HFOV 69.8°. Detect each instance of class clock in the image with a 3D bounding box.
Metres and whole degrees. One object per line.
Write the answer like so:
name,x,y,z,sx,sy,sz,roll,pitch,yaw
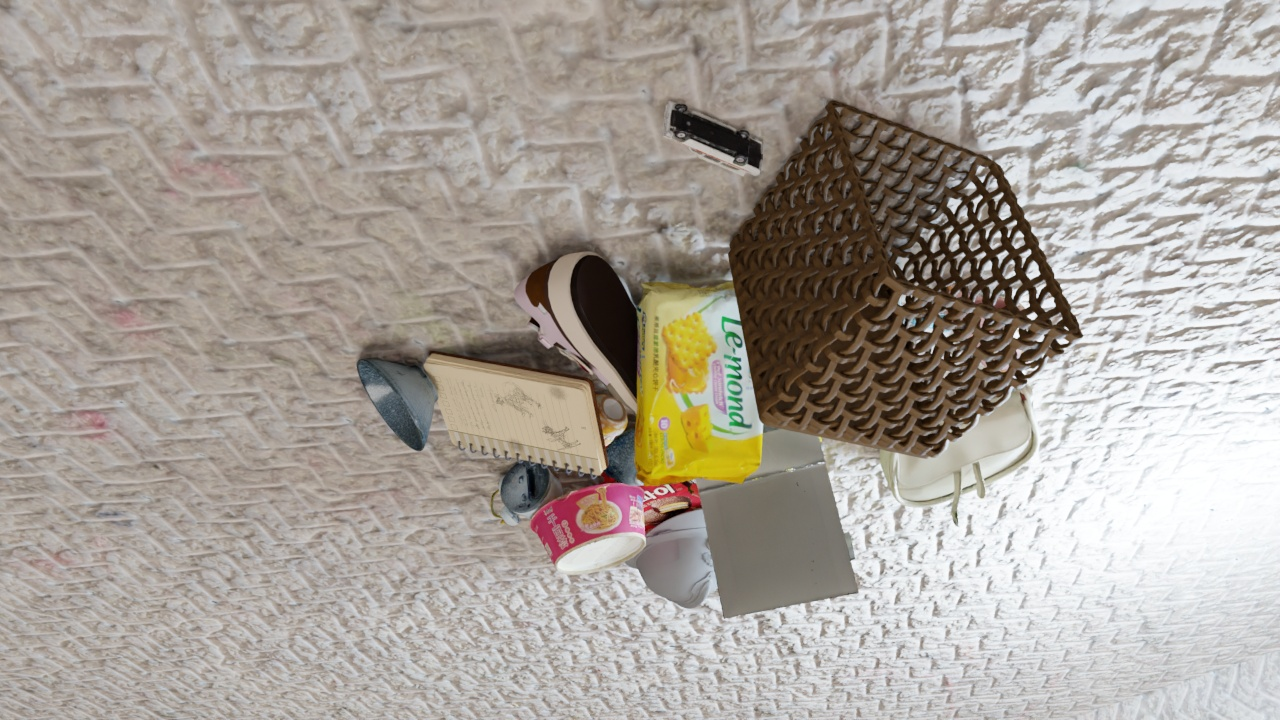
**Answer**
clock,-0.173,0.197,1.359,0.118,0.083,0.057,-20,146,16

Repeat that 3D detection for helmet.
helmet,0.084,0.341,1.507,0.183,0.117,0.272,-1,149,-27

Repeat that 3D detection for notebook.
notebook,-0.155,0.072,1.162,0.226,0.024,0.168,10,134,19

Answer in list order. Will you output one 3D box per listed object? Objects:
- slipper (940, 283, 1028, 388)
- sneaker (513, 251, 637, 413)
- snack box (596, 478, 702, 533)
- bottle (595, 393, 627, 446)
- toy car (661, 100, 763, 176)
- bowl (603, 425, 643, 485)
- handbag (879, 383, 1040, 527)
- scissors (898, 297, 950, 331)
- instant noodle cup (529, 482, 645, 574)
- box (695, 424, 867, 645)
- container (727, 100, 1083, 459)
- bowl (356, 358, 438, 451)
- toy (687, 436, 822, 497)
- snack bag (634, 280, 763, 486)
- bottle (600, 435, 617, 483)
slipper,0.439,-0.040,1.132,0.082,0.093,0.197,-38,132,19
sneaker,-0.050,-0.013,1.109,0.117,0.111,0.294,-2,149,32
snack box,0.015,0.214,1.436,0.152,0.035,0.132,-30,135,28
bottle,-0.067,0.094,1.256,0.063,0.063,0.109,21,134,-29
toy car,0.069,-0.216,0.909,0.113,0.039,0.039,16,158,-23
bowl,0.003,0.140,1.297,0.110,0.055,0.111,-23,144,-18
handbag,0.462,0.133,1.322,0.229,0.131,0.184,-19,134,14
scissors,0.346,-0.043,1.173,0.130,0.015,0.135,-11,147,5
instant noodle cup,-0.068,0.255,1.350,0.178,0.077,0.179,-14,151,-9
box,0.166,0.179,1.167,0.167,0.329,0.165,-15,152,13
container,0.246,-0.074,0.931,0.219,0.251,0.215,13,138,-21
bowl,-0.293,0.043,1.156,0.057,0.137,0.137,-36,151,-27
toy,0.168,0.160,1.348,0.208,0.092,0.134,-41,131,11
snack bag,0.064,0.027,1.067,0.159,0.247,0.068,0,-176,-28
bottle,-0.048,0.147,1.346,0.036,0.036,0.119,-4,142,-2
